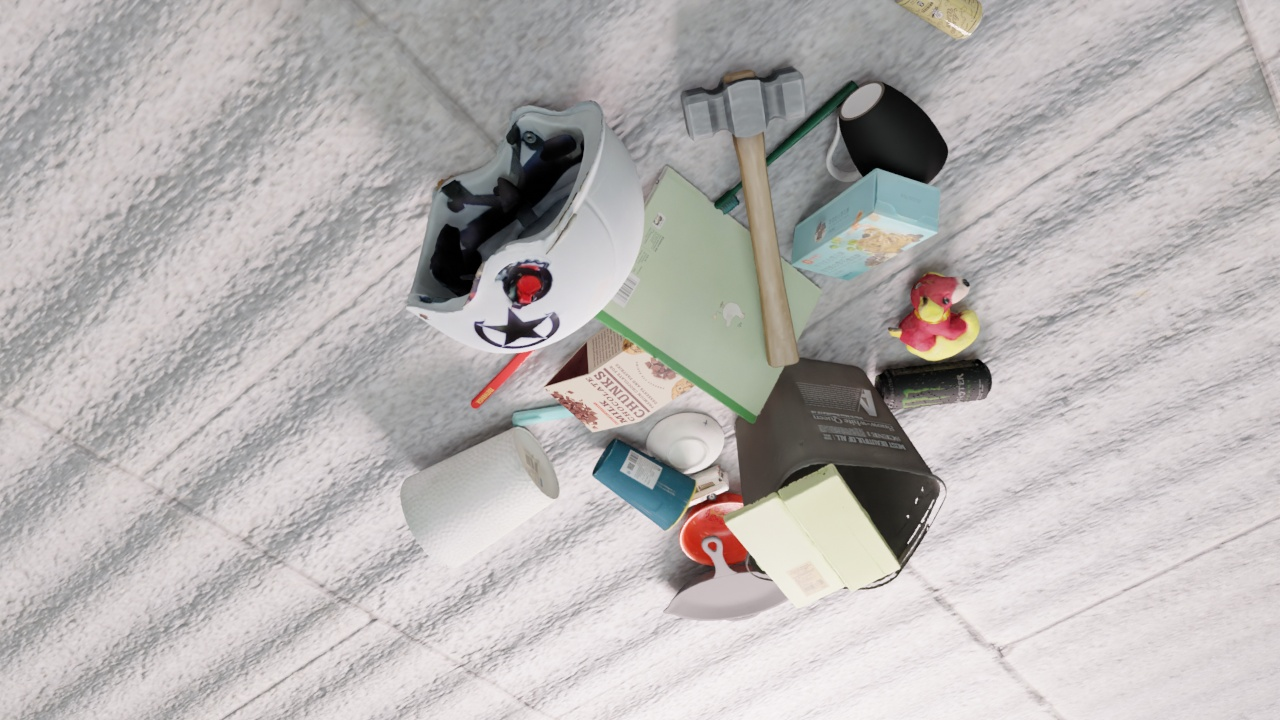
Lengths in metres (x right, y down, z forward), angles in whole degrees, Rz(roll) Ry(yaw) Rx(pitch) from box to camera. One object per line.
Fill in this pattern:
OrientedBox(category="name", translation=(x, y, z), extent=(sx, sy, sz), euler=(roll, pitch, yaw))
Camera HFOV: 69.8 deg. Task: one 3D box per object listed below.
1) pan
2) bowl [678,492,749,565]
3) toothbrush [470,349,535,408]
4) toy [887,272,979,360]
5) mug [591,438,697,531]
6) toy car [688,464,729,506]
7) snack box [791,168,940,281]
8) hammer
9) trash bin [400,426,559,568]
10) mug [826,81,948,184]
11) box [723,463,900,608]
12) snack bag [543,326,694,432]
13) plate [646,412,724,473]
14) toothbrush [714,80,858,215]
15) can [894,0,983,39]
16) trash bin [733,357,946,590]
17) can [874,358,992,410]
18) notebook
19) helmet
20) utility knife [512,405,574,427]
OrientedBox(category="pan", translation=(0.124, 0.310, 1.313), extent=(0.216, 0.024, 0.355), euler=(-13, 146, 6))
OrientedBox(category="bowl", translation=(0.116, 0.229, 1.288), extent=(0.130, 0.045, 0.131), euler=(-3, 128, -4))
OrientedBox(category="toothbrush", translation=(-0.138, -0.005, 1.099), extent=(0.012, 0.017, 0.213), euler=(34, 117, -27))
OrientedBox(category="toy", translation=(0.349, -0.049, 1.095), extent=(0.106, 0.067, 0.137), euler=(-17, 139, 10))
OrientedBox(category="mug", translation=(0.002, 0.157, 1.191), extent=(0.121, 0.078, 0.078), euler=(33, 119, -7))
OrientedBox(category="toy car", translation=(0.066, 0.178, 1.252), extent=(0.113, 0.039, 0.039), euler=(-23, 105, 12))
OrientedBox(category="snack box", translation=(0.230, -0.137, 0.957), extent=(0.075, 0.053, 0.175), euler=(14, 163, -16))
OrientedBox(category="hammer", translation=(0.129, -0.139, 0.965), extent=(0.117, 0.051, 0.323), euler=(-12, 117, 3))
OrientedBox(category="trash bin", translation=(-0.197, 0.167, 1.162), extent=(0.161, 0.133, 0.133), euler=(-30, 125, 10))
OrientedBox(category="mug", translation=(0.237, -0.224, 0.937), extent=(0.119, 0.084, 0.100), euler=(-15, 135, 43))
OrientedBox(category="box", translation=(0.191, 0.201, 1.010), extent=(0.137, 0.024, 0.187), euler=(-25, 126, 16))
OrientedBox(category="snack bag", translation=(-0.006, 0.006, 1.088), extent=(0.207, 0.069, 0.094), euler=(-34, 123, 18))
OrientedBox(category="plate", translation=(0.060, 0.116, 1.207), extent=(0.104, 0.026, 0.104), euler=(-2, 128, -3))
OrientedBox(category="toothbrush", translation=(0.152, -0.220, 0.961), extent=(0.190, 0.016, 0.017), euler=(-40, 118, 21))
OrientedBox(category="can", translation=(0.284, -0.340, 0.872), extent=(0.079, 0.038, 0.038), euler=(21, 122, -20))
OrientedBox(category="trash bin", translation=(0.218, 0.124, 1.107), extent=(0.197, 0.219, 0.198), euler=(8, 126, -12))
OrientedBox(category="can", translation=(0.369, 0.030, 1.156), extent=(0.137, 0.053, 0.054), euler=(-6, 128, -1))
OrientedBox(category="notebook", translation=(0.079, -0.066, 1.012), extent=(0.252, 0.010, 0.181), euler=(33, 79, -27))
OrientedBox(category="helmet", translation=(-0.092, -0.114, 0.889), extent=(0.265, 0.236, 0.163), euler=(-33, 129, 26))
OrientedBox(category="utility knife", translation=(-0.077, 0.062, 1.158), extent=(0.177, 0.015, 0.022), euler=(-10, 129, 4))
